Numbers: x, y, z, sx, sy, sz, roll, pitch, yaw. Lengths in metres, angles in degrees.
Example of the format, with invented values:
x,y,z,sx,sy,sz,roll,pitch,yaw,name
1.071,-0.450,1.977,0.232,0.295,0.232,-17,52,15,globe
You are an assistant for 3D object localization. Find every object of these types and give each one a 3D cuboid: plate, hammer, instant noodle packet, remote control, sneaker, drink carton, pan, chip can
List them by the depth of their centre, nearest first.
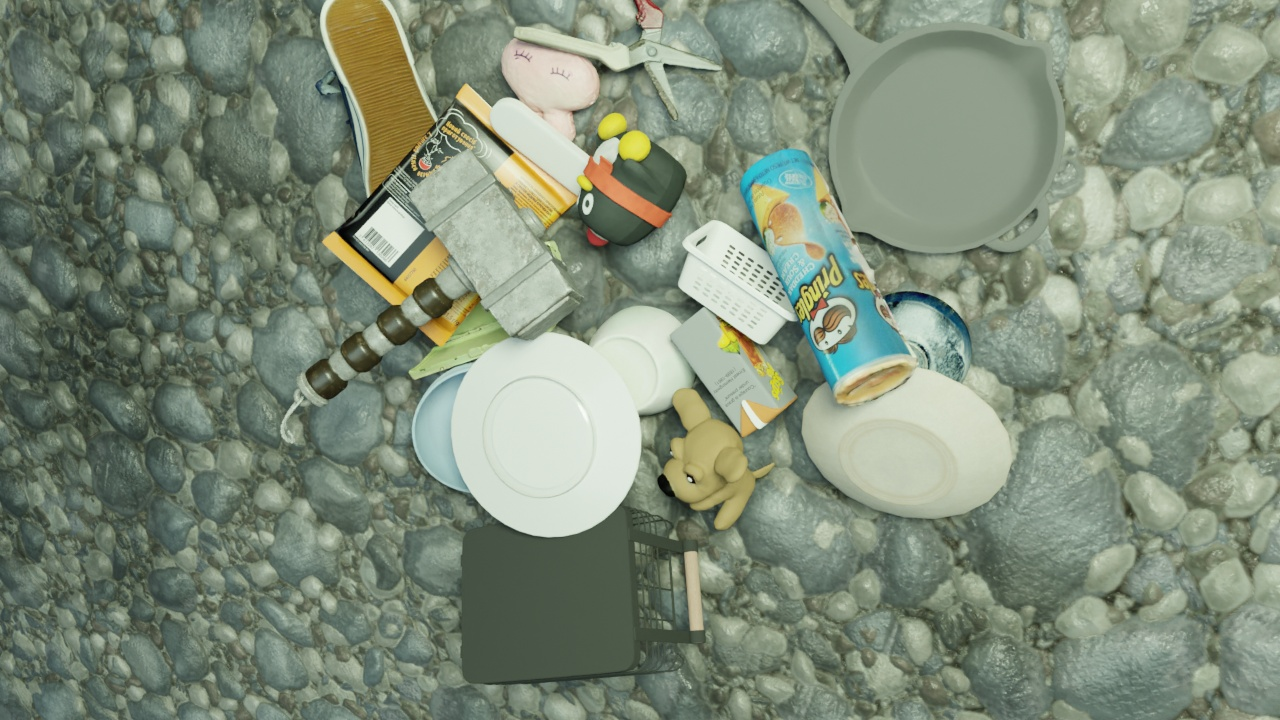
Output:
x,y,z,sx,sy,sz,roll,pitch,yaw,name
0.221,-0.238,0.802,0.217,0.024,0.354,-43,86,26,pan
0.162,-0.076,0.804,0.080,0.079,0.229,-33,64,27,chip can
0.237,0.085,0.843,0.189,0.027,0.189,16,133,17,plate
-0.229,-0.041,0.892,0.326,0.079,0.177,-37,85,4,hammer
0.092,0.007,0.899,0.049,0.076,0.125,-39,83,26,drink carton
-0.100,0.076,0.920,0.209,0.015,0.208,2,95,18,plate
-0.092,-0.212,0.921,0.136,0.013,0.043,37,136,-13,remote control
-0.194,-0.146,0.950,0.160,0.032,0.221,43,96,-10,instant noodle packet
-0.271,-0.243,0.988,0.120,0.127,0.295,-17,111,-10,sneaker

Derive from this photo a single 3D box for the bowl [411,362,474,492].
x,y,z,sx,sy,sz,roll,pitch,yaw,name
-0.175,0.063,1.012,0.150,0.074,0.151,-4,112,-11,bowl

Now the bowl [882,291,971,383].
x,y,z,sx,sy,sz,roll,pitch,yaw,name
0.242,-0.003,0.839,0.114,0.060,0.114,6,105,21,bowl

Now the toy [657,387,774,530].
x,y,z,sx,sy,sz,roll,pitch,yaw,name
0.072,0.107,0.901,0.106,0.134,0.108,-36,132,1,toy

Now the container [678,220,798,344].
x,y,z,sx,sy,sz,roll,pitch,yaw,name
0.097,-0.071,0.874,0.129,0.080,0.050,36,126,10,container

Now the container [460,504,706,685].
x,y,z,sx,sy,sz,roll,pitch,yaw,name
-0.069,0.255,0.980,0.242,0.130,0.162,-14,67,25,container

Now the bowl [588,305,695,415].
x,y,z,sx,sy,sz,roll,pitch,yaw,name
-0.006,0.006,0.942,0.116,0.065,0.116,6,107,21,bowl

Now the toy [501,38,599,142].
x,y,z,sx,sy,sz,roll,pitch,yaw,name
-0.093,-0.267,0.917,0.108,0.053,0.105,21,126,15,toy

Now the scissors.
x,y,z,sx,sy,sz,roll,pitch,yaw,name
-0.027,-0.311,0.867,0.179,0.015,0.199,-17,89,-1,scissors

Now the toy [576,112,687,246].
x,y,z,sx,sy,sz,roll,pitch,yaw,name
-0.016,-0.159,0.882,0.119,0.099,0.097,-54,35,14,toy

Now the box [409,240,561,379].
x,y,z,sx,sy,sz,roll,pitch,yaw,name
-0.162,-0.049,0.999,0.188,0.064,0.130,-19,54,25,box
